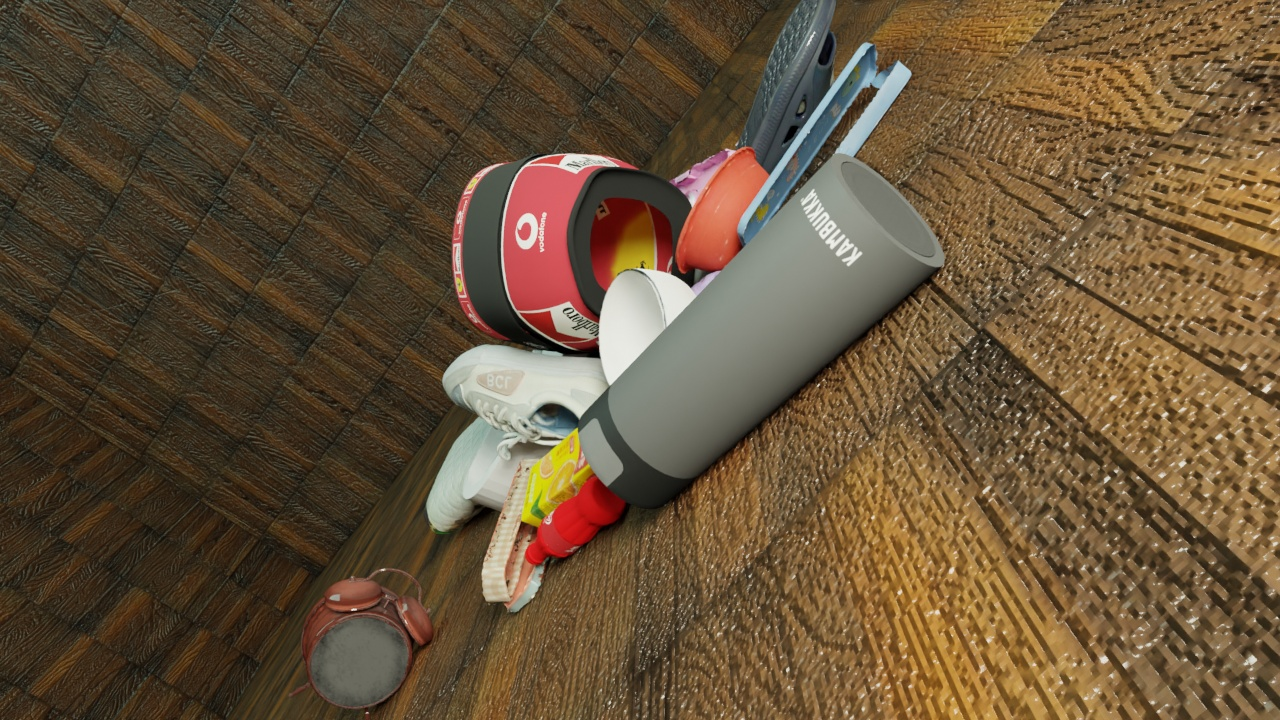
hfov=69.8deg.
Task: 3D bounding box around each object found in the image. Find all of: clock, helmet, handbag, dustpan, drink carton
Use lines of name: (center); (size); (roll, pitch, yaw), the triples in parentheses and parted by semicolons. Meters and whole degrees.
clock: (-0.287, 0.288, 0.959); (0.157, 0.120, 0.072); (-61, 19, -2)
helmet: (-0.081, -0.106, 0.915); (0.225, 0.270, 0.197); (4, 90, 32)
handbag: (-0.214, 0.147, 1.229); (0.195, 0.072, 0.138); (-39, 26, 49)
dustpan: (-0.135, 0.049, 1.076); (0.192, 0.053, 0.257); (-33, 38, 58)
drink carton: (-0.046, 0.092, 0.762); (0.135, 0.043, 0.058); (-42, 31, 43)

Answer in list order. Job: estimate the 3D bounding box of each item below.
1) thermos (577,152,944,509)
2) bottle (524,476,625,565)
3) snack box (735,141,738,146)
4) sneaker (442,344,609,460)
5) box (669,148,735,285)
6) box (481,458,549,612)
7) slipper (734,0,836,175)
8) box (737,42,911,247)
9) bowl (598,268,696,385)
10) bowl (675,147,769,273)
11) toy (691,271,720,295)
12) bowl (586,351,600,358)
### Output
thermos: (0.060, -0.007, 0.549); (0.241, 0.082, 0.082); (-46, 13, 32)
bottle: (-0.056, 0.130, 0.715); (0.119, 0.036, 0.036); (-44, 14, 41)
snack box: (0.169, -0.296, 1.089); (0.088, 0.033, 0.153); (-45, 5, 35)
sneaker: (-0.121, 0.045, 0.915); (0.243, 0.089, 0.090); (2, 49, 36)
box: (0.047, -0.132, 1.028); (0.231, 0.035, 0.159); (172, 107, -69)
box: (-0.094, 0.156, 0.822); (0.187, 0.064, 0.056); (-79, -8, -61)
slipper: (0.158, -0.250, 0.961); (0.110, 0.083, 0.269); (-80, 10, -47)
box: (0.151, -0.185, 0.808); (0.210, 0.059, 0.068); (-53, 8, -4)
bowl: (0.017, -0.019, 0.755); (0.114, 0.063, 0.113); (6, 97, 60)
bowl: (0.087, -0.128, 0.849); (0.130, 0.045, 0.131); (-51, -17, -22)
toy: (0.046, -0.040, 0.834); (0.099, 0.036, 0.080); (-57, 12, -30)
bowl: (-0.037, -0.036, 1.085); (0.111, 0.055, 0.110); (-51, 25, 35)
